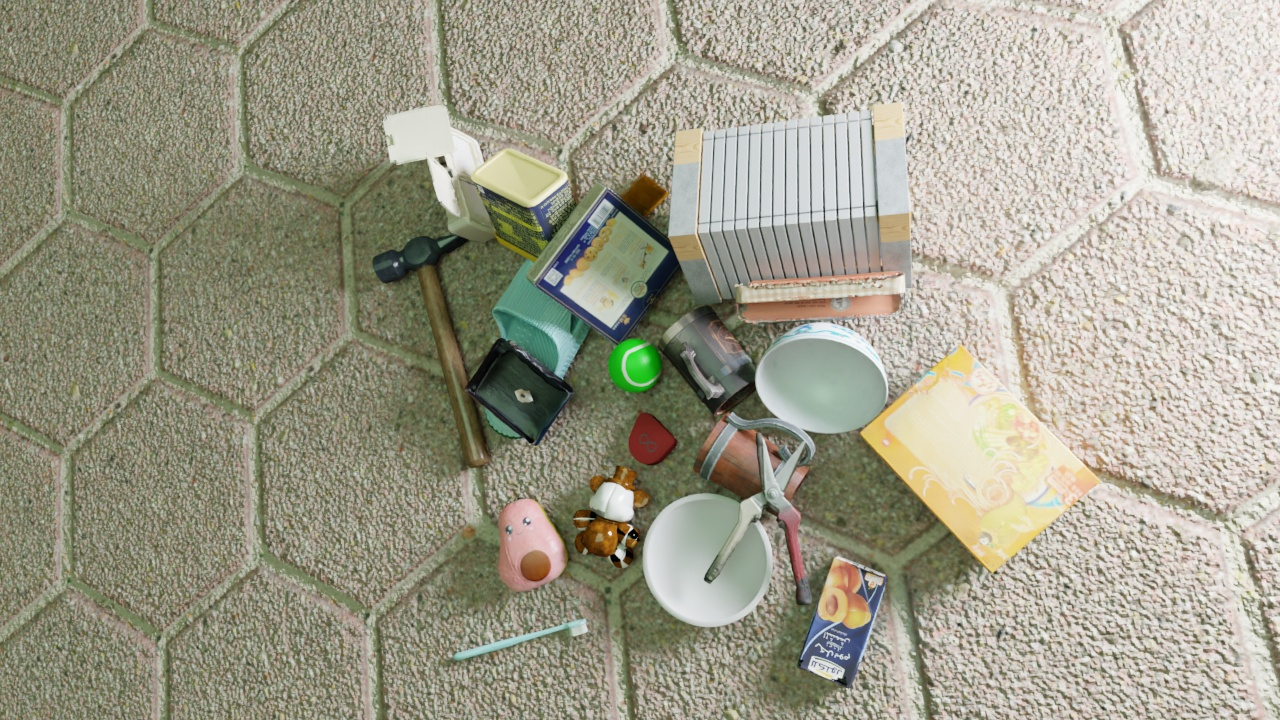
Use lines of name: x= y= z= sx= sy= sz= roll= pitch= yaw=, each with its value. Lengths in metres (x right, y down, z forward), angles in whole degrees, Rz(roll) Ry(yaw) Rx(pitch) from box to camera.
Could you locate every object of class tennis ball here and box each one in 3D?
tennis ball: x=-0.007 y=0.006 z=1.112 sx=0.065 sy=0.065 sz=0.065 roll=-3 pitch=81 yaw=16

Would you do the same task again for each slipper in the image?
slipper: x=-0.129 y=-0.034 z=1.156 sx=0.116 sy=0.069 sz=0.276 roll=21 pitch=88 yaw=15

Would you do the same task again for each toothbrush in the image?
toothbrush: x=-0.149 y=0.346 z=1.128 sx=0.181 sy=0.016 sz=0.016 roll=-17 pitch=86 yaw=13

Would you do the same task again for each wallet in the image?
wallet: x=-0.148 y=0.038 z=1.124 sx=0.115 sy=0.026 sz=0.089 roll=39 pitch=107 yaw=8

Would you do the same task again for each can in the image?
can: x=-0.135 y=-0.189 z=1.134 sx=0.075 sy=0.104 sz=0.135 roll=-43 pitch=50 yaw=-20

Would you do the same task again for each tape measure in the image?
tape measure: x=0.010 y=0.098 z=1.118 sx=0.051 sy=0.019 sz=0.059 roll=-47 pitch=65 yaw=7

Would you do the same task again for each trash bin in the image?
trash bin: x=0.172 y=-0.169 z=1.026 sx=0.247 sy=0.142 sz=0.142 roll=-3 pitch=62 yaw=16

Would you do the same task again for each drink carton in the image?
drink carton: x=0.223 y=0.288 z=1.013 sx=0.064 sy=0.040 sz=0.130 roll=18 pitch=87 yaw=19

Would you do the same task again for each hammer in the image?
hammer: x=-0.252 y=-0.014 z=1.206 sx=0.129 sy=0.040 sz=0.321 roll=-20 pitch=77 yaw=9

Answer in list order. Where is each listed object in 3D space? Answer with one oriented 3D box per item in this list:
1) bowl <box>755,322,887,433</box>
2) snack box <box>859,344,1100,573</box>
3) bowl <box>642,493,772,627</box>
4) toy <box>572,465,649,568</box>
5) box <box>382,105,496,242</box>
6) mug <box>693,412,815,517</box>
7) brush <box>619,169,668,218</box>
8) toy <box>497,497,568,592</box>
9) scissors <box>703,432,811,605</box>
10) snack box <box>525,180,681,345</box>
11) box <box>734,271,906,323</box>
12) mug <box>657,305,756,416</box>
bowl: x=0.207 y=0.006 z=1.033 sx=0.144 sy=0.144 sz=0.074 roll=5 pitch=43 yaw=17
snack box: x=0.356 y=0.103 z=0.981 sx=0.145 sy=0.080 sz=0.195 roll=-43 pitch=73 yaw=6
bowl: x=0.080 y=0.229 z=1.063 sx=0.150 sy=0.043 sz=0.149 roll=-2 pitch=82 yaw=14
toy: x=-0.034 y=0.184 z=1.098 sx=0.087 sy=0.067 sz=0.112 roll=17 pitch=77 yaw=18
box: x=-0.230 y=-0.235 z=1.152 sx=0.080 sy=0.180 sz=0.143 roll=-20 pitch=83 yaw=19
mug: x=0.133 y=0.108 z=1.038 sx=0.111 sy=0.081 sz=0.118 roll=32 pitch=127 yaw=15
brush: x=-0.022 y=-0.182 z=1.158 sx=0.048 sy=0.017 sz=0.126 roll=41 pitch=82 yaw=18
toy: x=-0.139 y=0.224 z=1.125 sx=0.090 sy=0.051 sz=0.110 roll=-25 pitch=74 yaw=10
scissors: x=0.135 y=0.185 z=1.006 sx=0.180 sy=0.015 sz=0.198 roll=-30 pitch=89 yaw=18
snack box: x=-0.039 y=-0.114 z=1.105 sx=0.144 sy=0.145 sz=0.042 roll=-52 pitch=31 yaw=3
box: x=0.196 y=-0.068 z=1.007 sx=0.187 sy=0.056 sz=0.067 roll=-3 pitch=119 yaw=14
mug: x=0.075 y=0.002 z=1.064 sx=0.080 sy=0.115 sz=0.107 roll=-44 pitch=73 yaw=23
